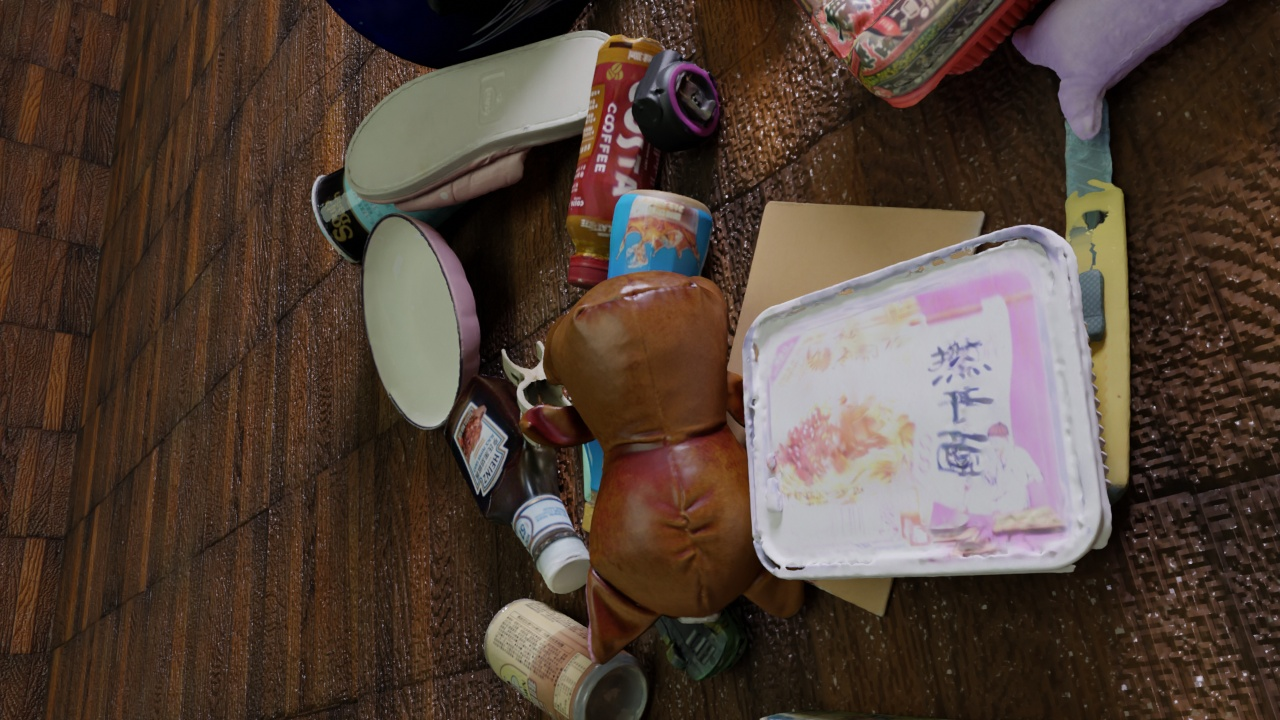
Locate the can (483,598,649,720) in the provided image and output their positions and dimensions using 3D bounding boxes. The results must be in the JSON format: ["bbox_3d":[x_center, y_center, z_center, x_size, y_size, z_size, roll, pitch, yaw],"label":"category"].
[{"bbox_3d":[-0.050,0.200,0.599,0.116,0.058,0.058,12,89,51],"label":"can"}]

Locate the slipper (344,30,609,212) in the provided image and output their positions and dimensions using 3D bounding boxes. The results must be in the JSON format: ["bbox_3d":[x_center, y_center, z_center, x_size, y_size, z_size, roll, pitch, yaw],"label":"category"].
[{"bbox_3d":[-0.127,-0.193,0.758,0.275,0.054,0.114,-14,69,22],"label":"slipper"}]

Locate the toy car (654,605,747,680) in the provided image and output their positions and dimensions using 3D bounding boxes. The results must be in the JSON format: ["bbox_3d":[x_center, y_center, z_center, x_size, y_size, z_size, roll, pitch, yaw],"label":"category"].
[{"bbox_3d":[0.027,0.143,0.539,0.043,0.036,0.091,-60,43,21],"label":"toy car"}]

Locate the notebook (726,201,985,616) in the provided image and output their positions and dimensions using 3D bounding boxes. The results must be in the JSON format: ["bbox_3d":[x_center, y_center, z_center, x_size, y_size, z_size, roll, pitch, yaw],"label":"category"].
[{"bbox_3d":[0.100,0.015,0.510,0.148,0.008,0.207,15,92,50],"label":"notebook"}]

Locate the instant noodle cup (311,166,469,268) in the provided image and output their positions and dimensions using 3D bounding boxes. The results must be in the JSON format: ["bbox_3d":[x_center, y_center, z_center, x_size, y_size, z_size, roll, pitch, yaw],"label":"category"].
[{"bbox_3d":[-0.226,-0.156,0.866,0.121,0.111,0.111,-24,61,26],"label":"instant noodle cup"}]

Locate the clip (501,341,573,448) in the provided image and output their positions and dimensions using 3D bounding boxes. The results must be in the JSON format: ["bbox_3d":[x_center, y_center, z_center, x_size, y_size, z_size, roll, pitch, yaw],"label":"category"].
[{"bbox_3d":[-0.064,0.020,0.688,0.104,0.081,0.035,-100,5,-56],"label":"clip"}]

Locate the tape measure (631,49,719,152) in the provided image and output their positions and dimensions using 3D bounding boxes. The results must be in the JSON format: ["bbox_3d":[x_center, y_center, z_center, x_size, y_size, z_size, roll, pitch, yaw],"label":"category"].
[{"bbox_3d":[0.025,-0.169,0.609,0.039,0.058,0.057,-5,55,47],"label":"tape measure"}]

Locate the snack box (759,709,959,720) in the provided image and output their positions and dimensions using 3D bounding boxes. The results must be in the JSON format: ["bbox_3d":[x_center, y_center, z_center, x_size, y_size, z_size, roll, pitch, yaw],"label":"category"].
[{"bbox_3d":[0.134,0.246,0.380,0.183,0.045,0.177,-19,67,47],"label":"snack box"}]

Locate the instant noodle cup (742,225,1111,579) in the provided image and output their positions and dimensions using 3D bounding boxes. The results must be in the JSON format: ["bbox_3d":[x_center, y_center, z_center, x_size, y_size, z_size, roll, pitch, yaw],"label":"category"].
[{"bbox_3d":[0.128,0.028,0.416,0.174,0.060,0.138,-17,69,48],"label":"instant noodle cup"}]

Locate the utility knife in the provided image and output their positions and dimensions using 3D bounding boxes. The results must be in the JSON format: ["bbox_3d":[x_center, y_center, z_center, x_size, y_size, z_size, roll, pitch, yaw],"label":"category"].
[{"bbox_3d":[0.199,-0.029,0.404,0.031,0.021,0.198,-5,72,43],"label":"utility knife"}]

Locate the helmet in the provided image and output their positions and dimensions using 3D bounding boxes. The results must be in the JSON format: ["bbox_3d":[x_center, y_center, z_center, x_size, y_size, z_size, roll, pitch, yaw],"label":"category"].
[{"bbox_3d":[-0.147,-0.397,0.731,0.316,0.240,0.247,-55,44,23],"label":"helmet"}]

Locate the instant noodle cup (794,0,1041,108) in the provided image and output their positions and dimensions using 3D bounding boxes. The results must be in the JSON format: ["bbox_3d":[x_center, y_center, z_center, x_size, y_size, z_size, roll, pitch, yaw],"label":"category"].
[{"bbox_3d":[0.152,-0.228,0.458,0.165,0.079,0.188,-48,49,31],"label":"instant noodle cup"}]

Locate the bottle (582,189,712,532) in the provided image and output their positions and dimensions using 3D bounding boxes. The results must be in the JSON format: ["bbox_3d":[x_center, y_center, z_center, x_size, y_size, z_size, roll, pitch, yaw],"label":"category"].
[{"bbox_3d":[-0.004,0.003,0.592,0.065,0.065,0.218,10,88,50],"label":"bottle"}]

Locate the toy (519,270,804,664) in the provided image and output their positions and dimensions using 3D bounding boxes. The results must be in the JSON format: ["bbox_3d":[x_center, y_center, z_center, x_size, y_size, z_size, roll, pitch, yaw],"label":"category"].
[{"bbox_3d":[0.011,0.054,0.505,0.140,0.130,0.199,-16,74,-1],"label":"toy"}]

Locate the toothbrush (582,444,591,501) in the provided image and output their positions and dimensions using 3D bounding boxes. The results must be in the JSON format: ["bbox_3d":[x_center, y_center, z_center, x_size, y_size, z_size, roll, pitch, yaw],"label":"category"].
[{"bbox_3d":[-0.027,0.065,0.633,0.027,0.026,0.224,143,128,-59],"label":"toothbrush"}]

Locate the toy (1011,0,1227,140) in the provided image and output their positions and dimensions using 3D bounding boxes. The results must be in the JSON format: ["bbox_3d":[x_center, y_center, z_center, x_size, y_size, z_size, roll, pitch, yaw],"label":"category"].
[{"bbox_3d":[0.216,-0.155,0.392,0.108,0.039,0.083,-41,42,37],"label":"toy"}]

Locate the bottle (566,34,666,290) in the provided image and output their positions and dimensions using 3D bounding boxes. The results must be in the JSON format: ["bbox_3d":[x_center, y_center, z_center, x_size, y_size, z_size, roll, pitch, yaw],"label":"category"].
[{"bbox_3d":[-0.016,-0.136,0.650,0.058,0.057,0.175,7,85,50],"label":"bottle"}]

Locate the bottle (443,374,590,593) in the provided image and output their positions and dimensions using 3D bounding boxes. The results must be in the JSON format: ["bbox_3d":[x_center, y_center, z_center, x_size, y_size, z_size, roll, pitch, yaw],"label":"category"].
[{"bbox_3d":[-0.091,0.092,0.689,0.080,0.044,0.195,-60,43,21],"label":"bottle"}]

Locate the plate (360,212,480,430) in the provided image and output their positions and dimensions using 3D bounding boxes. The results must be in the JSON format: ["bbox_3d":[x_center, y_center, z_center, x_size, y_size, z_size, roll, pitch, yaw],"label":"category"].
[{"bbox_3d":[-0.191,-0.035,0.813,0.193,0.039,0.192,20,116,47],"label":"plate"}]
